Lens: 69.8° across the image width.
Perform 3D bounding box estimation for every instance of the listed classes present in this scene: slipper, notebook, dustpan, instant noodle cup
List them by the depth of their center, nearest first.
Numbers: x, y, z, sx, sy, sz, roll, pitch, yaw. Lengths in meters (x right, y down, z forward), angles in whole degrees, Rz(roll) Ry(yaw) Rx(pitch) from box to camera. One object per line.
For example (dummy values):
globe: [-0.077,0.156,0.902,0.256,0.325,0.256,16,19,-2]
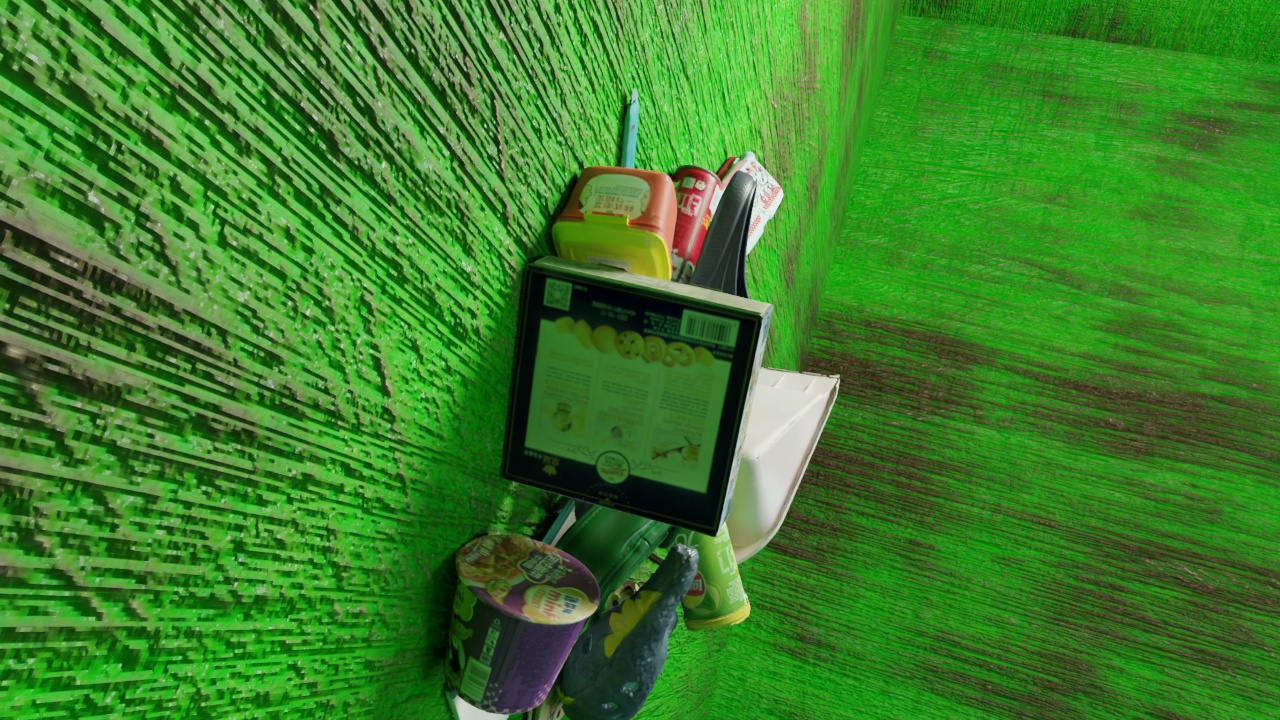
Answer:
instant noodle cup: [-0.097,0.202,0.695,0.111,0.111,0.099,-34,145,-68]
notebook: [-0.106,0.247,0.836,0.151,0.012,0.208,89,25,-44]
slipper: [0.081,-0.052,0.917,0.110,0.083,0.269,-59,169,-63]
dustpan: [0.092,0.119,1.097,0.272,0.223,0.139,-37,127,-48]

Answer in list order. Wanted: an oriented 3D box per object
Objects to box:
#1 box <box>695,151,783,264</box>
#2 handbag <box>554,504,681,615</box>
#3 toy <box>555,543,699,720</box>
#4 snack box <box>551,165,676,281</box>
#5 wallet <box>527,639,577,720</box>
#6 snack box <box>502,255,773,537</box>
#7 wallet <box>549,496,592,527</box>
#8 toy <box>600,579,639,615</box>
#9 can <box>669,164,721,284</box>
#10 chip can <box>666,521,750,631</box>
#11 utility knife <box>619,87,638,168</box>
box: [0.125,-0.192,1.152,0.200,0.092,0.095,-56,155,-50]
handbag: [-0.016,0.173,0.855,0.131,0.068,0.120,-44,156,-24]
toy: [-0.023,0.315,0.955,0.137,0.091,0.357,-43,162,-37]
snack box: [-0.016,-0.108,0.728,0.082,0.091,0.080,76,25,-61]
wallet: [-0.095,0.362,0.994,0.115,0.024,0.087,-7,106,-75]
snack box: [-0.007,0.026,0.701,0.045,0.178,0.183,-47,149,-67]
wallet: [-0.069,0.173,0.927,0.097,0.019,0.121,-51,152,-54]
toy: [-0.026,0.348,1.132,0.066,0.105,0.157,1,91,-30]
can: [0.042,-0.137,0.971,0.053,0.053,0.132,62,44,-68]
chip can: [0.054,0.165,0.960,0.072,0.073,0.221,-18,93,-72]
utility knife: [-0.012,-0.165,0.829,0.029,0.013,0.161,-53,153,-59]
